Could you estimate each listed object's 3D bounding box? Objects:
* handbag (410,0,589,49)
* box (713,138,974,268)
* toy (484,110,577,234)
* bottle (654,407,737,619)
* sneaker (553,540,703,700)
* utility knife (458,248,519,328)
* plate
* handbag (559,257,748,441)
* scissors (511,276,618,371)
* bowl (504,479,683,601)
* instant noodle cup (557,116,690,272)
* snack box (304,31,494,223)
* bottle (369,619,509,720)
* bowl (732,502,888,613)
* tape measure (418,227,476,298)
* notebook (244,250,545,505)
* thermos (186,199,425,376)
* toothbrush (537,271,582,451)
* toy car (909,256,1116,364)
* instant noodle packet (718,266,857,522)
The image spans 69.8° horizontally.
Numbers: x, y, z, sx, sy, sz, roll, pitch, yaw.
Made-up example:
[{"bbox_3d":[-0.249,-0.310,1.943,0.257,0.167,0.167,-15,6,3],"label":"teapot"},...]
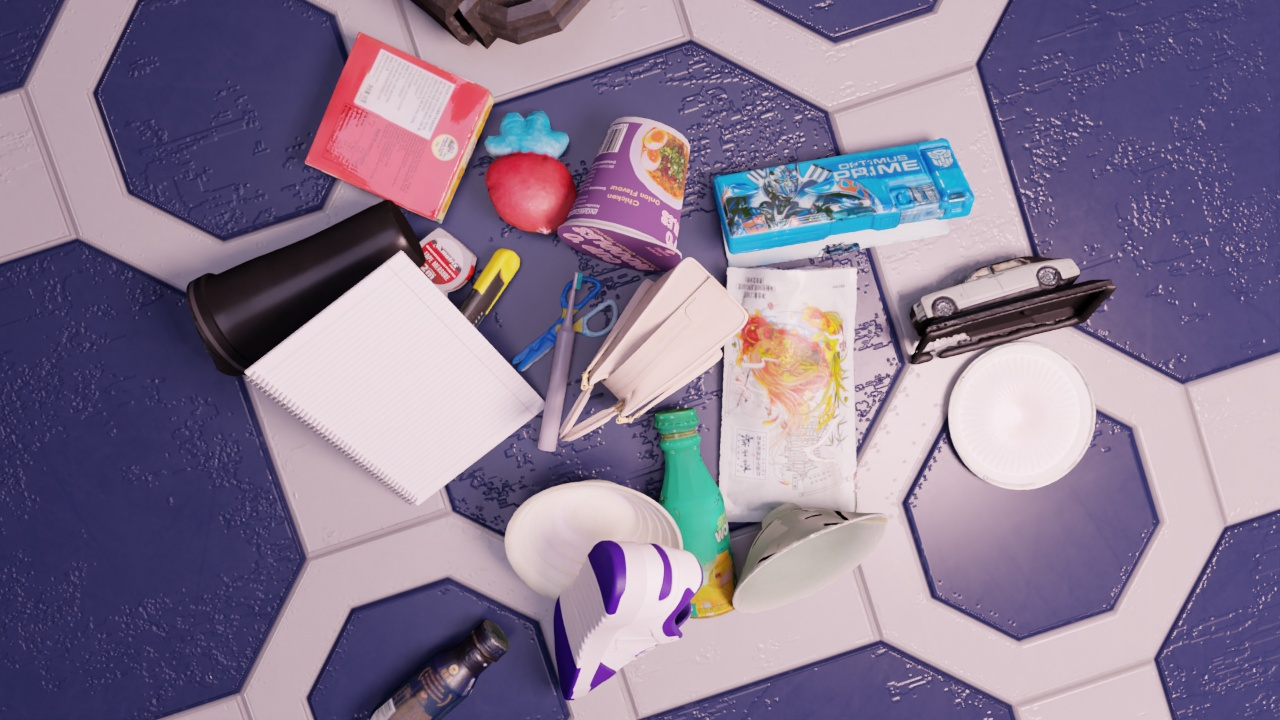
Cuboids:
[{"bbox_3d":[-0.128,-0.398,0.891,0.199,0.102,0.197,44,91,13],"label":"handbag"},{"bbox_3d":[0.202,-0.153,0.941,0.243,0.085,0.091,-9,56,-1],"label":"box"},{"bbox_3d":[-0.112,-0.190,0.927,0.092,0.062,0.132,-2,74,-22],"label":"toy"},{"bbox_3d":[0.053,0.153,0.940,0.068,0.068,0.209,-10,93,-1],"label":"bottle"},{"bbox_3d":[-0.012,0.253,0.901,0.111,0.245,0.091,2,49,-21],"label":"sneaker"},{"bbox_3d":[-0.179,-0.033,0.925,0.187,0.020,0.029,-59,137,-12],"label":"utility knife"},{"bbox_3d":[0.401,0.058,0.969,0.157,0.014,0.157,0,93,-1],"label":"plate"},{"bbox_3d":[-0.005,0.005,0.867,0.198,0.194,0.101,-45,92,-2],"label":"handbag"},{"bbox_3d":[-0.086,-0.036,0.956,0.130,0.022,0.070,-34,95,4],"label":"scissors"},{"bbox_3d":[-0.045,0.171,0.926,0.177,0.057,0.177,2,124,2],"label":"bowl"},{"bbox_3d":[-0.001,-0.165,0.901,0.137,0.121,0.121,9,79,42],"label":"instant noodle cup"},{"bbox_3d":[-0.242,-0.233,0.928,0.145,0.040,0.142,24,92,-3],"label":"snack box"},{"bbox_3d":[-0.206,0.335,0.948,0.161,0.056,0.056,-41,93,1],"label":"bottle"},{"bbox_3d":[0.157,0.182,0.927,0.174,0.174,0.068,-30,57,0],"label":"bowl"},{"bbox_3d":[-0.205,-0.099,0.945,0.062,0.020,0.060,-43,87,2],"label":"tape measure"},{"bbox_3d":[-0.223,0.029,0.881,0.178,0.013,0.245,-37,133,0],"label":"notebook"},{"bbox_3d":[-0.325,-0.076,0.900,0.218,0.106,0.106,-27,93,1],"label":"thermos"},{"bbox_3d":[-0.081,0.002,0.944,0.019,0.018,0.188,8,99,-15],"label":"toothbrush"},{"bbox_3d":[0.366,-0.060,0.938,0.192,0.094,0.071,-16,68,1],"label":"toy car"},{"bbox_3d":[0.154,0.038,0.946,0.147,0.057,0.269,-1,98,1],"label":"instant noodle packet"}]
